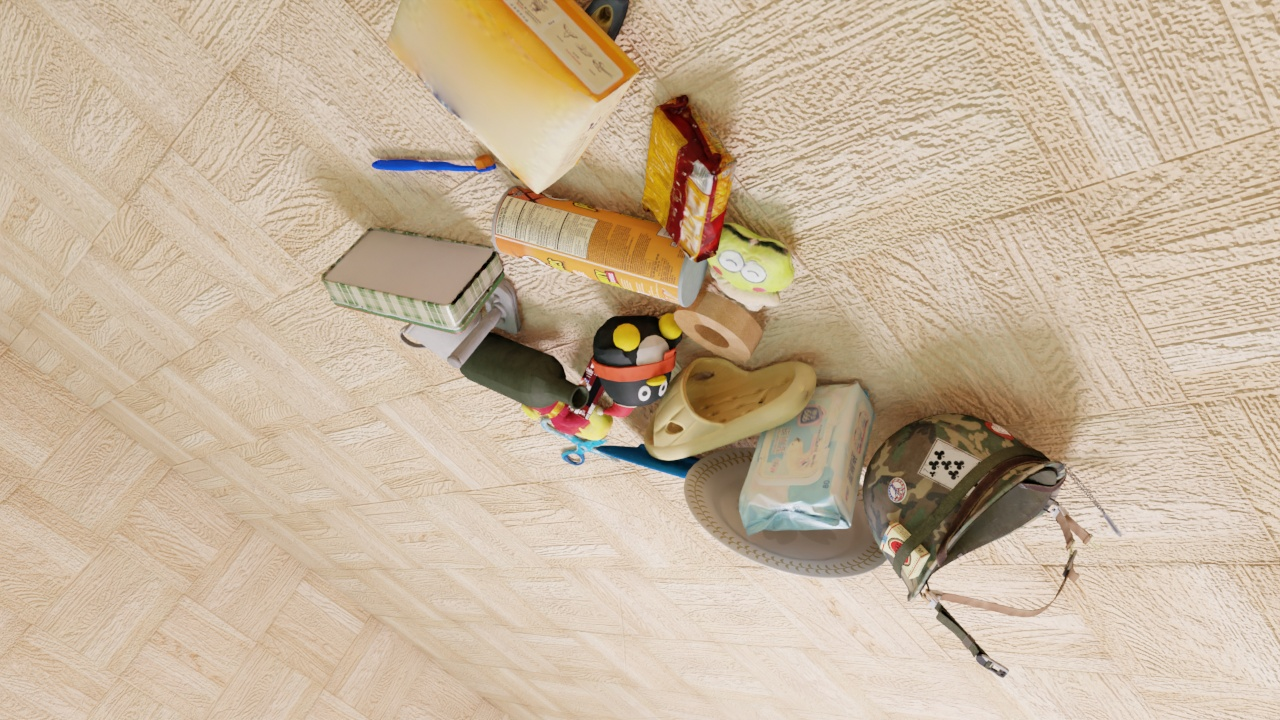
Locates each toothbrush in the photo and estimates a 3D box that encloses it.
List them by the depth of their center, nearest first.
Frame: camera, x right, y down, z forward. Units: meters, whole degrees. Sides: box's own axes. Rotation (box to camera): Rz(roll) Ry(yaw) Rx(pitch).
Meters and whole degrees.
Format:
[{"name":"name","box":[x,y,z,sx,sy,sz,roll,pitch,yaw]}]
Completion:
[{"name":"toothbrush","box":[-0.233,-0.218,1.015,0.183,0.016,0.018,8,136,30]}]

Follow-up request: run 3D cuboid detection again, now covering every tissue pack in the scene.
[{"name":"tissue pack","box":[0.178,0.105,0.979,0.112,0.181,0.070,-6,133,34]}]

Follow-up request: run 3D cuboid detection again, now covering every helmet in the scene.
[{"name":"helmet","box":[0.333,0.162,0.911,0.236,0.192,0.225,59,158,14]}]

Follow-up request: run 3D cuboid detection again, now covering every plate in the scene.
[{"name":"plate","box":[0.167,0.171,1.040,0.243,0.241,0.016,19,117,16]},{"name":"plate","box":[0.054,0.133,1.182,0.224,0.024,0.224,15,176,1]}]

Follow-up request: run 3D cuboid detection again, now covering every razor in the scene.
[{"name":"razor","box":[-0.199,-0.036,1.142,0.047,0.116,0.088,24,147,18]}]

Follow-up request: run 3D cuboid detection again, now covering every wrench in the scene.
[{"name":"wrench","box":[-0.076,-0.245,0.851,0.073,0.022,0.274,38,147,-9]}]

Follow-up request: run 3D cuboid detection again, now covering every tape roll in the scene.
[{"name":"tape roll","box":[0.082,-0.037,0.978,0.094,0.027,0.094,30,165,9]}]

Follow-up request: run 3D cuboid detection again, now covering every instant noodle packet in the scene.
[{"name":"instant noodle packet","box":[0.042,-0.161,0.831,0.098,0.039,0.136,50,155,25]}]

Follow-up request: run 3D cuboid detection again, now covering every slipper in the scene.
[{"name":"slipper","box":[0.080,0.044,1.040,0.079,0.111,0.262,45,142,-23]}]

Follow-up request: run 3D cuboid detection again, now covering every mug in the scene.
[{"name":"mug","box":[-0.266,-0.043,1.207,0.070,0.084,0.113,37,129,-16]}]

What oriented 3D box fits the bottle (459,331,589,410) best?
[{"name":"bottle","box":[-0.148,0.018,1.177,0.207,0.071,0.071,20,148,40]}]

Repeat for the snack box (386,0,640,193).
[{"name":"snack box","box":[-0.119,-0.257,0.786,0.195,0.080,0.145,45,146,-3]}]

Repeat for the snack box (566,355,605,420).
[{"name":"snack box","box":[-0.054,0.020,1.164,0.032,0.050,0.141,30,147,0]}]

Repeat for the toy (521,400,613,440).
[{"name":"toy","box":[-0.103,0.069,1.269,0.137,0.067,0.106,31,152,-24]}]

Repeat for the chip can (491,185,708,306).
[{"name":"chip can","box":[-0.042,-0.119,0.945,0.215,0.075,0.075,17,145,19]}]

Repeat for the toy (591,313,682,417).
[{"name":"toy","box":[-0.006,0.006,1.051,0.100,0.097,0.119,16,116,54]}]

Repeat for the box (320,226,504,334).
[{"name":"box","box":[-0.276,-0.101,1.118,0.206,0.117,0.050,12,139,23]}]

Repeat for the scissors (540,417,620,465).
[{"name":"scissors","box":[-0.091,0.133,1.384,0.134,0.012,0.134,22,146,10]}]

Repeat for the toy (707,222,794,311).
[{"name":"toy","box":[0.106,-0.087,0.902,0.092,0.046,0.115,24,155,13]}]
